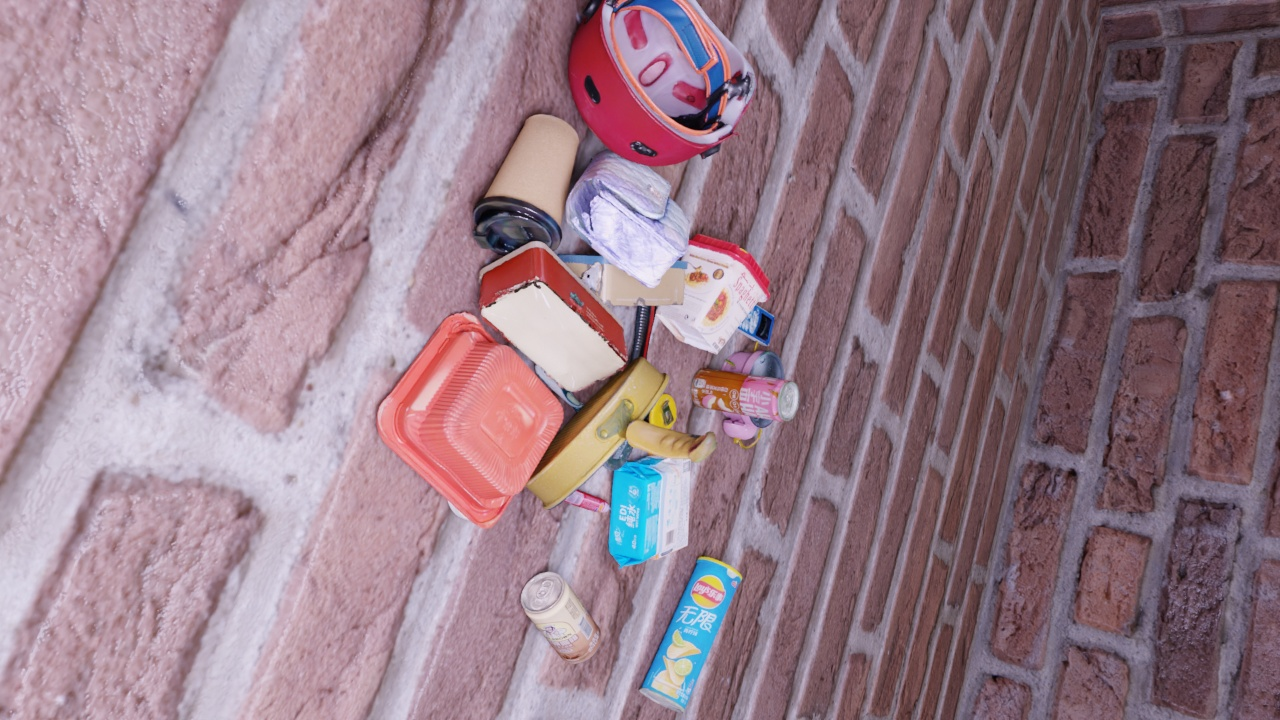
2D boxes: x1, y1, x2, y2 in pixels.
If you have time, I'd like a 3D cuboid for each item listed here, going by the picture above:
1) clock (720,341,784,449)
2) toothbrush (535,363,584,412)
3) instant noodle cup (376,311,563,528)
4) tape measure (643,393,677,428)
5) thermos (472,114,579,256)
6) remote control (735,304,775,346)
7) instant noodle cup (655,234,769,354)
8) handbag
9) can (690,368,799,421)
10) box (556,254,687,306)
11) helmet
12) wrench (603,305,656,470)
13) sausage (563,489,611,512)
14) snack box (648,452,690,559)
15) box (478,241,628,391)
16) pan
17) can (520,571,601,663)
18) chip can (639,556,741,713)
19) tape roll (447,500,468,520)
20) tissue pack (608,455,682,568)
[{"bbox_3d":[0.167,0.059,1.389,0.117,0.060,0.158,-28,117,-49],"label":"clock"},{"bbox_3d":[-0.073,0.054,1.099,0.191,0.018,0.016,50,57,-47],"label":"toothbrush"},{"bbox_3d":[-0.156,0.059,0.926,0.189,0.079,0.164,50,53,-32],"label":"instant noodle cup"},{"bbox_3d":[0.027,0.072,1.227,0.059,0.029,0.057,-41,127,-42],"label":"tape measure"},{"bbox_3d":[-0.113,-0.179,0.947,0.093,0.093,0.143,44,54,-48],"label":"thermos"},{"bbox_3d":[0.167,-0.060,1.394,0.124,0.024,0.049,24,77,-51],"label":"remote control"},{"bbox_3d":[0.092,-0.085,1.224,0.124,0.117,0.116,-59,139,-11],"label":"instant noodle cup"},{"bbox_3d":[-0.009,-0.163,0.998,0.134,0.076,0.193,38,19,-12],"label":"handbag"},{"bbox_3d":[0.144,0.047,1.280,0.057,0.147,0.058,-13,107,-51],"label":"can"},{"bbox_3d":[-0.018,-0.095,1.086,0.183,0.090,0.060,-9,104,-55],"label":"box"},{"bbox_3d":[0.002,-0.299,1.004,0.207,0.144,0.239,45,45,-16],"label":"helmet"},{"bbox_3d":[-0.007,0.007,1.166,0.056,0.016,0.273,31,67,-53],"label":"wrench"},{"bbox_3d":[-0.082,0.164,1.108,0.155,0.020,0.020,33,71,-51],"label":"sausage"},{"bbox_3d":[0.039,0.192,1.270,0.075,0.026,0.154,-10,105,-53],"label":"snack box"},{"bbox_3d":[-0.091,-0.035,0.962,0.168,0.091,0.076,45,28,-42],"label":"box"},{"bbox_3d":[-0.014,0.077,0.928,0.078,0.358,0.197,43,73,-6],"label":"pan"},{"bbox_3d":[-0.093,0.306,1.088,0.058,0.059,0.116,-55,136,-31],"label":"can"},{"bbox_3d":[0.074,0.392,1.319,0.071,0.071,0.209,53,55,-44],"label":"chip can"},{"bbox_3d":[-0.172,0.129,0.984,0.085,0.014,0.086,-14,107,-51],"label":"tape roll"},{"bbox_3d":[0.004,0.193,1.191,0.089,0.063,0.140,-11,107,-55],"label":"tissue pack"}]
